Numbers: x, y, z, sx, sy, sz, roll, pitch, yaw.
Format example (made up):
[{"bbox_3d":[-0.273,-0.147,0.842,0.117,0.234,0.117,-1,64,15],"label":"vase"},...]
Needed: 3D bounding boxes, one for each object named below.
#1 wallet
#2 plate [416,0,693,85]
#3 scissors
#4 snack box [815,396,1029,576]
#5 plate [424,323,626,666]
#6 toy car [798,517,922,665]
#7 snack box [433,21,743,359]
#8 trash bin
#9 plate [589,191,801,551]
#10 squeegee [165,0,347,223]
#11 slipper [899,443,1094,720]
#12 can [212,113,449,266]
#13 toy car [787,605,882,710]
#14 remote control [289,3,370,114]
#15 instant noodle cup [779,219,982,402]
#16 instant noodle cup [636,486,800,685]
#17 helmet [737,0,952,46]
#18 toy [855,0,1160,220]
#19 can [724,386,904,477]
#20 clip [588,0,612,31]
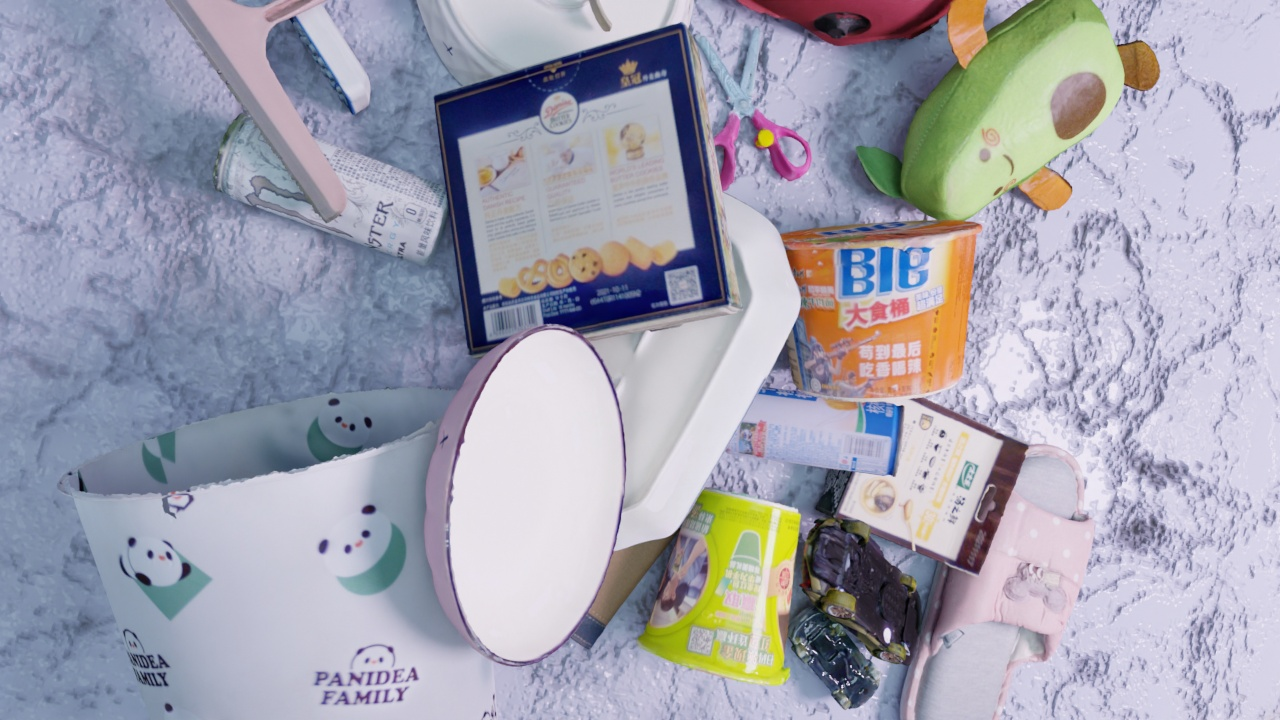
[{"bbox_3d":[-0.037,0.144,0.681,0.090,0.033,0.115,40,84,-13],"label":"wallet"},{"bbox_3d":[-0.056,-0.274,0.651,0.204,0.045,0.205,0,92,-11],"label":"plate"},{"bbox_3d":[0.072,-0.186,0.697,0.118,0.017,0.133,-34,94,-4],"label":"scissors"},{"bbox_3d":[0.219,0.091,0.718,0.125,0.053,0.113,24,87,-12],"label":"snack box"},{"bbox_3d":[-0.067,0.075,0.530,0.039,0.192,0.192,3,92,25],"label":"plate"},{"bbox_3d":[0.171,0.178,0.697,0.158,0.042,0.070,45,52,-32],"label":"toy car"},{"bbox_3d":[-0.037,-0.104,0.597,0.178,0.045,0.182,-10,85,18],"label":"snack box"},{"bbox_3d":[-0.194,0.162,0.559,0.229,0.229,0.252,-10,99,-11],"label":"trash bin"},{"bbox_3d":[-0.004,0.004,0.628,0.162,0.034,0.266,31,98,15],"label":"plate"},{"bbox_3d":[-0.171,-0.257,0.587,0.249,0.040,0.248,-36,106,-13],"label":"squeegee"},{"bbox_3d":[0.289,0.197,0.737,0.114,0.054,0.274,24,88,-11],"label":"slipper"},{"bbox_3d":[-0.204,-0.114,0.621,0.146,0.058,0.058,19,88,-12],"label":"can"},{"bbox_3d":[0.151,0.233,0.721,0.043,0.034,0.090,-42,101,-10],"label":"toy car"},{"bbox_3d":[-0.222,-0.228,0.618,0.024,0.049,0.125,-35,99,-11],"label":"remote control"},{"bbox_3d":[0.168,-0.038,0.661,0.151,0.151,0.111,-8,102,-11],"label":"instant noodle cup"},{"bbox_3d":[0.066,0.158,0.668,0.111,0.112,0.123,16,82,-12],"label":"instant noodle cup"},{"bbox_3d":[0.162,-0.339,0.637,0.239,0.144,0.207,-7,95,-17],"label":"helmet"},{"bbox_3d":[0.288,-0.197,0.694,0.247,0.090,0.227,-44,123,1],"label":"toy"},{"bbox_3d":[0.122,0.050,0.674,0.135,0.053,0.053,7,91,12],"label":"can"},{"bbox_3d":[-0.035,-0.277,0.616,0.070,0.035,0.100,-42,105,-8],"label":"clip"}]
